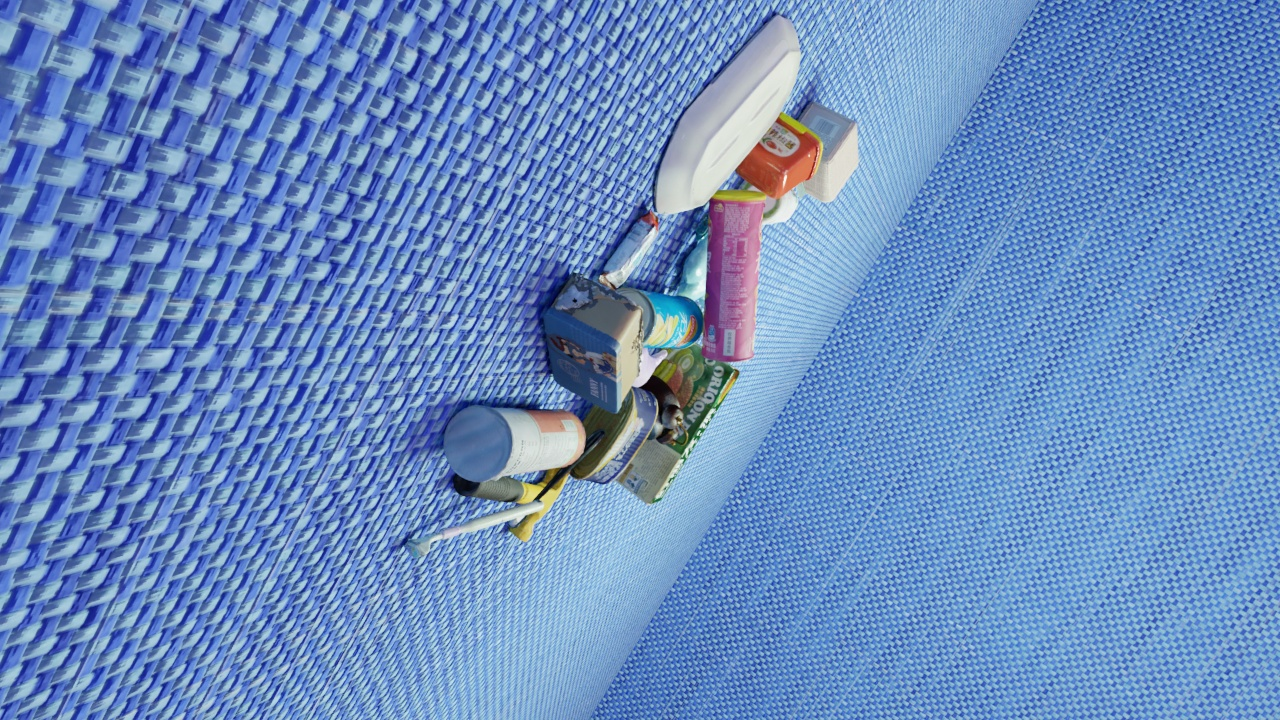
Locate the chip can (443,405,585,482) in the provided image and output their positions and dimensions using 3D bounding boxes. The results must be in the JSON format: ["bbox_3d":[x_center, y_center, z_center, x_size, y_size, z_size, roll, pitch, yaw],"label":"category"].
[{"bbox_3d":[-0.122,0.083,0.952,0.071,0.071,0.214,-58,165,6],"label":"chip can"}]

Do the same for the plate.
[{"bbox_3d":[0.105,-0.265,1.020,0.265,0.034,0.162,-50,164,-22],"label":"plate"}]

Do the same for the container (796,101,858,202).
[{"bbox_3d":[0.259,-0.302,1.323,0.090,0.090,0.111,-55,161,-7],"label":"container"}]

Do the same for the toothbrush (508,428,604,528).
[{"bbox_3d":[-0.099,0.138,1.117,0.180,0.016,0.018,-44,152,-37],"label":"toothbrush"}]

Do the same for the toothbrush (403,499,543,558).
[{"bbox_3d":[-0.173,0.179,0.997,0.189,0.029,0.020,-11,110,-51],"label":"toothbrush"}]

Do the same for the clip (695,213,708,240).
[{"bbox_3d":[0.089,-0.179,1.186,0.056,0.014,0.042,-52,163,-15],"label":"clip"}]

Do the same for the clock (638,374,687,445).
[{"bbox_3d":[0.021,0.073,1.289,0.055,0.122,0.082,-34,156,-26],"label":"clock"}]

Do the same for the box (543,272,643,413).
[{"bbox_3d":[-0.047,-0.012,0.961,0.061,0.090,0.184,-57,165,-25],"label":"box"}]

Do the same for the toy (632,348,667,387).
[{"bbox_3d":[-0.007,0.007,1.208,0.084,0.039,0.108,-42,160,4],"label":"toy"}]

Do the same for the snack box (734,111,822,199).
[{"bbox_3d":[0.167,-0.253,1.139,0.080,0.091,0.082,-44,161,-20],"label":"snack box"}]

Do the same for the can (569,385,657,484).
[{"bbox_3d":[-0.037,0.097,1.198,0.049,0.074,0.148,19,112,-41],"label":"can"}]

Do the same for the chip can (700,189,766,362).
[{"bbox_3d":[0.115,-0.106,1.158,0.071,0.071,0.211,-31,127,-58],"label":"chip can"}]

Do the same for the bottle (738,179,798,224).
[{"bbox_3d":[0.188,-0.226,1.301,0.068,0.068,0.196,-61,168,16],"label":"bottle"}]

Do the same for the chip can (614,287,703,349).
[{"bbox_3d":[0.018,-0.049,1.118,0.071,0.071,0.210,-60,164,10],"label":"chip can"}]

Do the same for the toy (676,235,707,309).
[{"bbox_3d":[0.101,-0.121,1.273,0.155,0.050,0.162,-36,148,-35],"label":"toy"}]

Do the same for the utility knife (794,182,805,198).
[{"bbox_3d":[0.207,-0.280,1.266,0.029,0.013,0.216,-62,153,-9],"label":"utility knife"}]

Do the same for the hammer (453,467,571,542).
[{"bbox_3d":[-0.150,0.153,1.082,0.128,0.033,0.300,-56,165,-4],"label":"hammer"}]

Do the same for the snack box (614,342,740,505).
[{"bbox_3d":[0.037,0.085,1.369,0.240,0.114,0.063,-59,164,5],"label":"snack box"}]

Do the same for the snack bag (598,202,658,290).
[{"bbox_3d":[-0.010,-0.117,0.979,0.104,0.026,0.048,-55,158,-5],"label":"snack bag"}]
